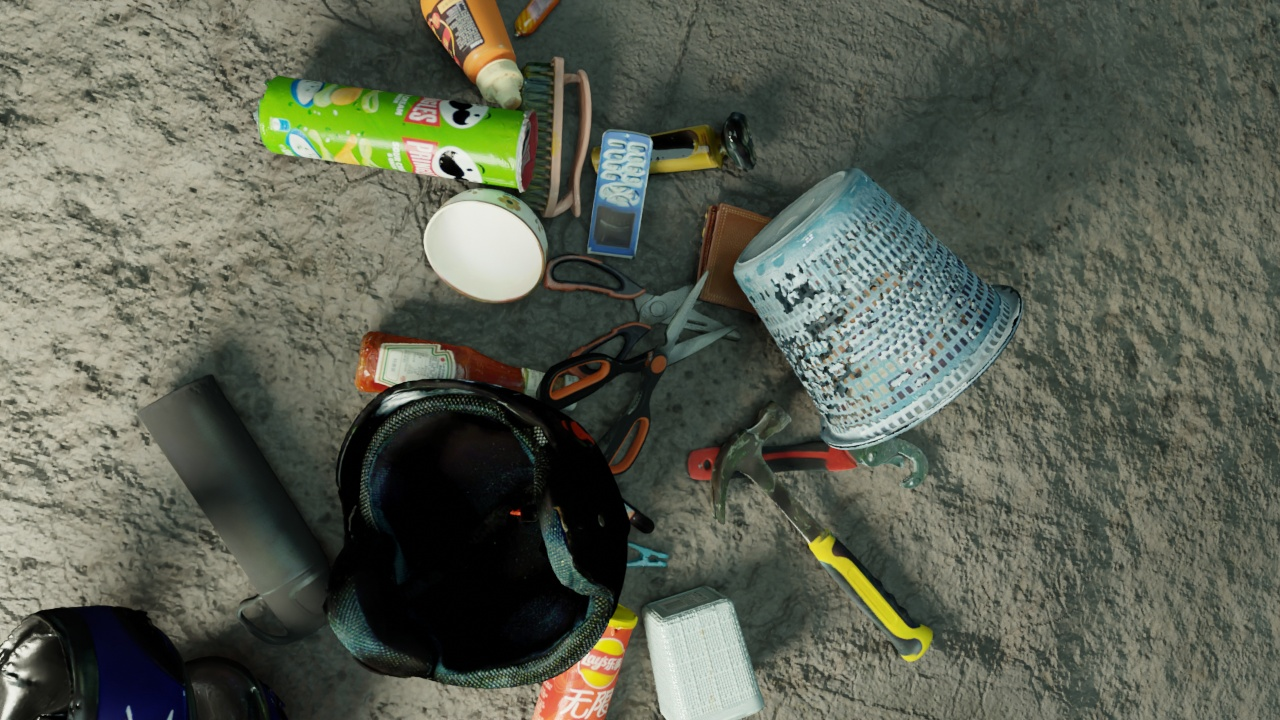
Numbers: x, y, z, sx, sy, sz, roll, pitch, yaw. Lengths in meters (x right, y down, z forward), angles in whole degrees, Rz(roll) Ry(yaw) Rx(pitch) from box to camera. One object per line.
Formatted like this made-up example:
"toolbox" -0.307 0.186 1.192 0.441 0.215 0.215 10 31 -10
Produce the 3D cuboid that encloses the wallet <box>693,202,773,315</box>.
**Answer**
"wallet" 0.116 -0.096 0.938 0.124 0.032 0.101 13 88 -23

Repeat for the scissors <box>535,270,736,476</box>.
"scissors" -0.003 0.017 0.890 0.220 0.022 0.229 -5 116 -35

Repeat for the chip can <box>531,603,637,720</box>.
"chip can" -0.068 0.339 0.881 0.073 0.073 0.216 19 86 -13

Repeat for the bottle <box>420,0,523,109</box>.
"bottle" -0.147 -0.290 0.840 0.066 0.067 0.149 -25 74 -13

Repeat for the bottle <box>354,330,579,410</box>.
"bottle" -0.160 0.016 0.864 0.206 0.060 0.059 10 88 -15

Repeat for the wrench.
"wrench" 0.181 0.106 0.969 0.273 0.016 0.056 2 89 -14

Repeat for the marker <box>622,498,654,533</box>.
"marker" -0.035 0.135 0.918 0.124 0.015 0.018 39 83 -13

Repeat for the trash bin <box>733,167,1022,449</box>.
"trash bin" 0.203 -0.063 0.864 0.226 0.227 0.195 -44 99 -10

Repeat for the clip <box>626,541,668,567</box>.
"clip" 0.002 0.198 0.927 0.055 0.013 0.038 13 88 -12

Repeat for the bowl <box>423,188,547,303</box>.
"bowl" -0.138 -0.115 0.857 0.113 0.114 0.062 27 40 -12

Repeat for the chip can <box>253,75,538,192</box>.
"chip can" -0.212 -0.201 0.813 0.236 0.072 0.072 9 88 2

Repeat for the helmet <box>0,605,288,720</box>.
"helmet" -0.387 0.346 0.716 0.240 0.247 0.315 20 91 -52

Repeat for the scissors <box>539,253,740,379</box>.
"scissors" -0.005 -0.049 0.924 0.226 0.015 0.189 -42 99 -11

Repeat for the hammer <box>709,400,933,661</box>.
"hammer" 0.193 0.198 0.955 0.126 0.032 0.323 -44 104 -7

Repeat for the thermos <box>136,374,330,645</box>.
"thermos" -0.355 0.138 0.810 0.089 0.068 0.242 -31 97 -17

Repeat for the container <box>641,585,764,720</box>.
"container" 0.057 0.290 0.905 0.090 0.090 0.111 -14 90 -14

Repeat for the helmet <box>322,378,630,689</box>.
"helmet" -0.129 0.139 0.788 0.234 0.230 0.274 -25 91 12

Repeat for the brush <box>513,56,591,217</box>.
"brush" -0.085 -0.210 0.878 0.073 0.063 0.145 0 91 -21

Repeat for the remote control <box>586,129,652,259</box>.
"remote control" -0.020 -0.160 0.890 0.049 0.024 0.125 7 114 -6

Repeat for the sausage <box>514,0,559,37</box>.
"sausage" -0.073 -0.379 0.900 0.021 0.021 0.165 38 82 -11

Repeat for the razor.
"razor" 0.034 -0.209 0.910 0.167 0.068 0.062 -10 84 -7
